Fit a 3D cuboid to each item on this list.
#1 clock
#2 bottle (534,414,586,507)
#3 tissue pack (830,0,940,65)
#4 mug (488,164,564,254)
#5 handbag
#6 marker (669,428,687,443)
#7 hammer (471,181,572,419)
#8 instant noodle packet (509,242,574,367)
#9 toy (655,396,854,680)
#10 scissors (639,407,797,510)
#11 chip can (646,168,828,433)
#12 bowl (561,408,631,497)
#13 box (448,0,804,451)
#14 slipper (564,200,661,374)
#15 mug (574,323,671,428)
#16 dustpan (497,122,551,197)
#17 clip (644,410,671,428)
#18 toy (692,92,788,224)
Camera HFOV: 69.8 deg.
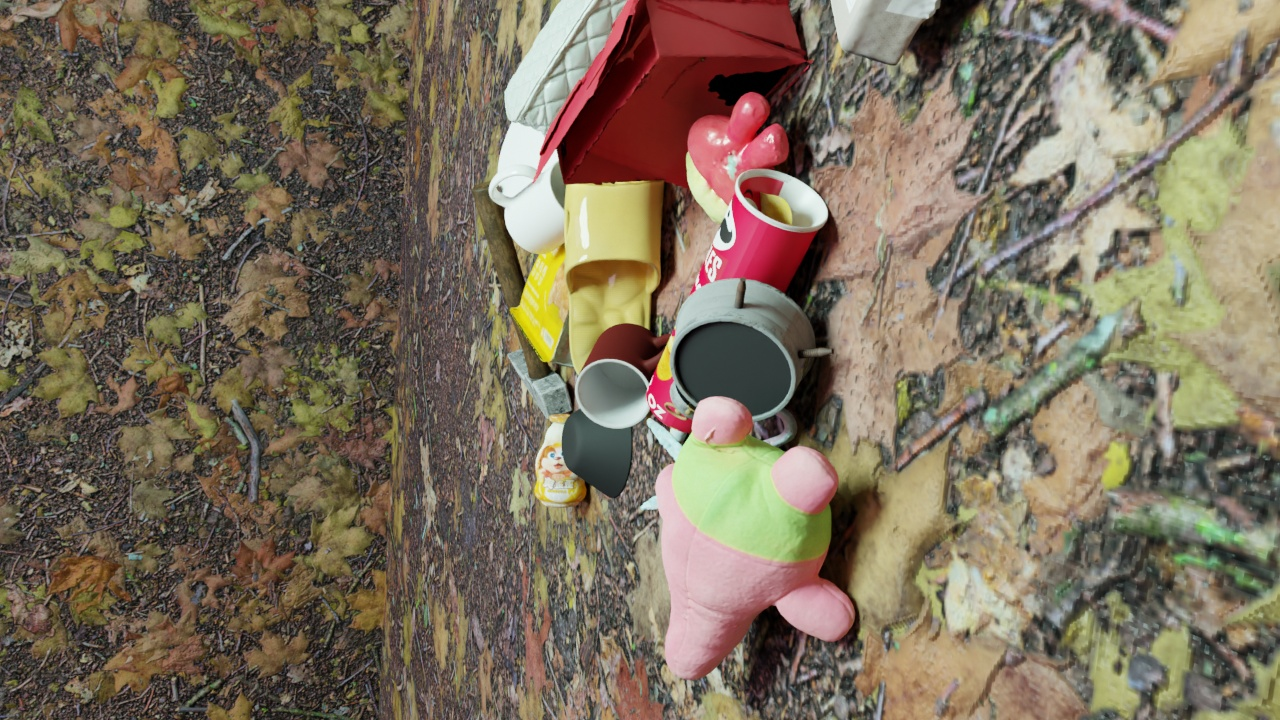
[{"bbox_3d":[0.064,0.002,0.669,0.148,0.104,0.056,-46,10,38],"label":"clock"},{"bbox_3d":[-0.095,0.120,1.106,0.063,0.063,0.108,-172,83,-68],"label":"bottle"},{"bbox_3d":[0.171,-0.261,0.511,0.103,0.071,0.182,-88,19,-45],"label":"tissue pack"},{"bbox_3d":[-0.107,-0.173,0.985,0.091,0.110,0.073,-25,49,47],"label":"mug"},{"bbox_3d":[-0.069,-0.336,0.985,0.195,0.072,0.138,-49,31,26],"label":"handbag"},{"bbox_3d":[0.051,0.015,0.825,0.017,0.017,0.147,-117,35,-49],"label":"marker"},{"bbox_3d":[-0.170,-0.094,1.198,0.217,0.037,0.301,-135,28,-60],"label":"hammer"},{"bbox_3d":[-0.054,-0.117,1.032,0.222,0.084,0.163,-65,28,15],"label":"instant noodle packet"},{"bbox_3d":[0.067,0.139,0.659,0.192,0.096,0.237,38,126,38],"label":"toy"},{"bbox_3d":[0.066,0.093,0.723,0.170,0.013,0.176,50,122,28],"label":"scissors"},{"bbox_3d":[0.068,-0.038,0.719,0.221,0.069,0.069,113,150,-41],"label":"chip can"},{"bbox_3d":[-0.057,0.092,1.031,0.124,0.052,0.124,-178,90,-68],"label":"bowl"},{"bbox_3d":[-0.018,-0.113,0.699,0.213,0.148,0.373,-35,31,60],"label":"box"},{"bbox_3d":[-0.029,-0.095,0.909,0.078,0.099,0.263,-81,-6,-77],"label":"slipper"},{"bbox_3d":[-0.005,0.005,0.868,0.106,0.073,0.082,-34,15,24],"label":"mug"},{"bbox_3d":[-0.073,-0.282,1.070,0.259,0.053,0.191,-39,45,35],"label":"dustpan"},{"bbox_3d":[0.024,0.039,0.879,0.046,0.048,0.054,50,141,23],"label":"clip"},{"bbox_3d":[0.074,-0.154,0.718,0.091,0.045,0.135,49,155,8],"label":"toy"}]
